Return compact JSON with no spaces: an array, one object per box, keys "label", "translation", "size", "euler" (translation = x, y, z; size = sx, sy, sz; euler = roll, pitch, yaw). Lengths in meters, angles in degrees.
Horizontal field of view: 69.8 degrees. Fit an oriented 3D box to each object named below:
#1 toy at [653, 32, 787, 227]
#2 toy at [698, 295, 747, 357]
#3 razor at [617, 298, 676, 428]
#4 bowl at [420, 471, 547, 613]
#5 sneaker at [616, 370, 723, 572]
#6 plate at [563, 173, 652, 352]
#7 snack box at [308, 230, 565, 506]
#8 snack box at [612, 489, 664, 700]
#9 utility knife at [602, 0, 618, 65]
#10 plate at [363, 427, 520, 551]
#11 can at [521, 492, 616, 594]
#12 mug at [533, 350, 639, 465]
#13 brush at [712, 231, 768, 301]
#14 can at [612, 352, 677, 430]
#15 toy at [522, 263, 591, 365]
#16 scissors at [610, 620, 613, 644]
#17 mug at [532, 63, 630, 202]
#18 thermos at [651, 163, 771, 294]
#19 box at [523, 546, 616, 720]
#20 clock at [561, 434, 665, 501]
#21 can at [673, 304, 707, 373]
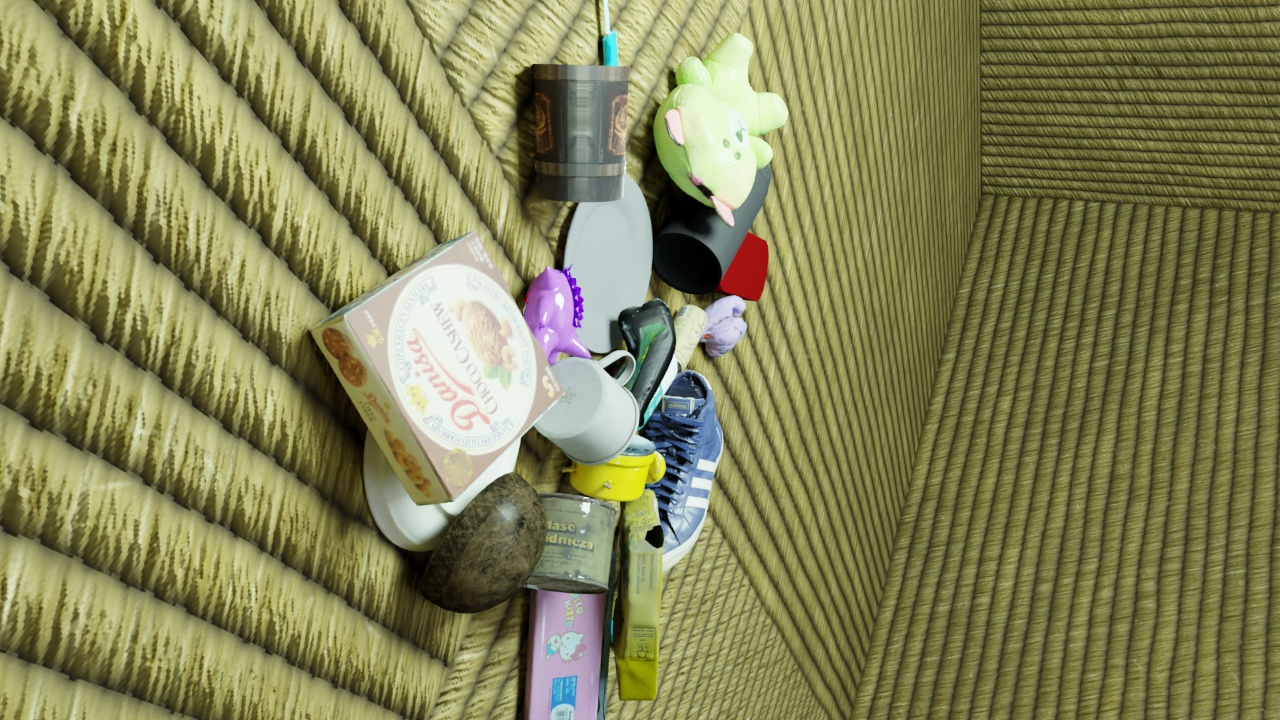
[{"label":"toy","translation":[0.077,-0.246,0.982],"size":[0.150,0.107,0.196],"euler":[52,55,-23]},{"label":"toy","translation":[0.106,-0.043,1.164],"size":[0.080,0.036,0.099],"euler":[-43,150,8]},{"label":"razor","translation":[-0.005,0.005,0.909],"size":[0.067,0.054,0.151],"euler":[30,56,-17]},{"label":"bowl","translation":[-0.112,0.155,0.732],"size":[0.121,0.056,0.121],"euler":[-52,165,-21]},{"label":"sneaker","translation":[0.035,0.115,1.030],"size":[0.119,0.091,0.232],"euler":[81,30,-42]},{"label":"plate","translation":[-0.033,-0.096,0.910],"size":[0.178,0.012,0.178],"euler":[-31,126,-57]},{"label":"snack box","translation":[-0.136,0.003,0.647],"size":[0.146,0.041,0.143],"euler":[-46,116,-48]},{"label":"snack box","translation":[-0.005,0.231,0.924],"size":[0.121,0.045,0.181],"euler":[-98,-171,-71]},{"label":"utility knife","translation":[-0.026,-0.284,0.855],"size":[0.022,0.015,0.167],"euler":[-43,137,-52]},{"label":"plate","translation":[-0.141,0.063,0.720],"size":[0.181,0.034,0.182],"euler":[-32,127,-57]},{"label":"can","translation":[-0.069,0.165,0.823],"size":[0.090,0.090,0.074],"euler":[47,45,-59]},{"label":"mug","translation":[-0.045,0.034,0.842],"size":[0.113,0.084,0.070],"euler":[-61,148,-12]},{"label":"brush","translation":[0.115,-0.124,1.170],"size":[0.173,0.042,0.082],"euler":[5,94,-64]},{"label":"can","translation":[-0.001,0.026,0.969],"size":[0.101,0.055,0.055],"euler":[-55,144,-42]},{"label":"toy","translation":[-0.074,-0.039,0.795],"size":[0.106,0.056,0.088],"euler":[-24,111,-86]},{"label":"scissors","translation":[-0.037,0.294,1.039],"size":[0.117,0.013,0.140],"euler":[-16,111,-61]},{"label":"mug","translation":[-0.050,-0.197,0.785],"size":[0.115,0.080,0.107],"euler":[-86,178,-72]},{"label":"thermos","translation":[0.088,-0.172,1.046],"size":[0.198,0.086,0.086],"euler":[-60,147,-36]},{"label":"box","translation":[-0.078,0.281,0.931],"size":[0.090,0.091,0.214],"euler":[0,101,-21]},{"label":"clock","translation":[-0.023,0.100,0.919],"size":[0.118,0.083,0.057],"euler":[-7,110,-61]},{"label":"can","translation":[0.048,-0.025,1.070],"size":[0.079,0.038,0.038],"euler":[-62,148,-34]}]
